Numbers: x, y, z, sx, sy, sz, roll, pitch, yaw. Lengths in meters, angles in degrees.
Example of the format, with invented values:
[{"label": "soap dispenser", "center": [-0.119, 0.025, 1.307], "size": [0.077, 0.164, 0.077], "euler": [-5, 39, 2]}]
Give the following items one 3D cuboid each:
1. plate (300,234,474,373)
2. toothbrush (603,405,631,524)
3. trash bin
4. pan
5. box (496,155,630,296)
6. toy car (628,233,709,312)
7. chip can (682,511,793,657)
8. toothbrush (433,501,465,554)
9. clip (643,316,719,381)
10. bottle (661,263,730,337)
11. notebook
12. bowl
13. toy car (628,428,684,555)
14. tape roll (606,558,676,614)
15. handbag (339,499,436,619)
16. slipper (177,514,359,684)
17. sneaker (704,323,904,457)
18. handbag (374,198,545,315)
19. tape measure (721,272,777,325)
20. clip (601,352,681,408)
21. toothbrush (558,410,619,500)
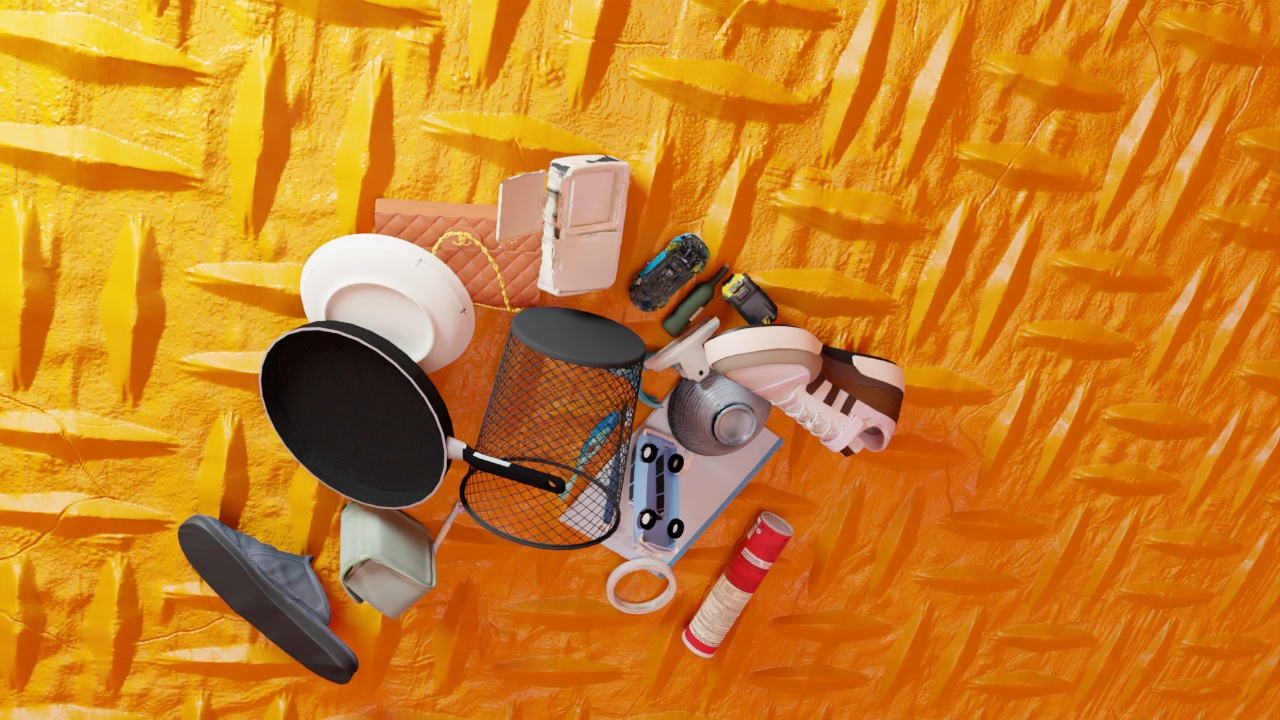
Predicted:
[{"label": "plate", "center": [-0.264, -0.045, 0.944], "size": [0.182, 0.034, 0.183], "euler": [4, 132, 4]}, {"label": "toothbrush", "center": [-0.028, 0.131, 1.132], "size": [0.014, 0.014, 0.168], "euler": [7, 113, -5]}, {"label": "trash bin", "center": [-0.087, 0.065, 0.998], "size": [0.184, 0.184, 0.210], "euler": [7, 113, -18]}, {"label": "pan", "center": [-0.235, 0.075, 0.946], "size": [0.357, 0.034, 0.226], "euler": [15, 125, 15]}, {"label": "box", "center": [-0.084, -0.130, 0.937], "size": [0.183, 0.044, 0.144], "euler": [-19, 125, -44]}, {"label": "toy car", "center": [0.030, -0.101, 1.039], "size": [0.105, 0.032, 0.048], "euler": [-44, 118, 14]}, {"label": "chip can", "center": [0.132, 0.306, 1.250], "size": [0.051, 0.051, 0.215], "euler": [23, 107, -24]}, {"label": "toothbrush", "center": [-0.256, 0.237, 1.132], "size": [0.155, 0.016, 0.022], "euler": [-57, 153, 14]}, {"label": "clip", "center": [0.054, -0.006, 1.086], "size": [0.101, 0.052, 0.060], "euler": [-35, 127, -16]}, {"label": "bottle", "center": [0.067, -0.072, 1.067], "size": [0.025, 0.025, 0.106], "euler": [37, 101, -27]}, {"label": "notebook", "center": [0.043, 0.154, 1.177], "size": [0.181, 0.009, 0.254], "euler": [36, 101, -26]}, {"label": "bowl", "center": [0.106, 0.068, 1.117], "size": [0.137, 0.057, 0.137], "euler": [-6, 114, -14]}, {"label": "toy car", "center": [0.016, 0.159, 1.095], "size": [0.056, 0.153, 0.055], "euler": [24, 143, -33]}, {"label": "tape roll", "center": [0.001, 0.302, 1.226], "size": [0.093, 0.013, 0.093], "euler": [-3, 123, -5]}, {"label": "handbag", "center": [-0.297, 0.225, 1.056], "size": [0.067, 0.121, 0.106], "euler": [-41, 121, 8]}, {"label": "slipper", "center": [-0.417, 0.263, 1.073], "size": [0.109, 0.083, 0.265], "euler": [-26, 111, 42]}, {"label": "sneaker", "center": [0.195, 0.045, 1.078], "size": [0.293, 0.116, 0.112], "euler": [16, 155, -35]}, {"label": "handbag", "center": [-0.190, -0.104, 0.965], "size": [0.171, 0.060, 0.109], "euler": [1, 118, -16]}, {"label": "tape measure", "center": [0.126, -0.069, 1.058], "size": [0.071, 0.072, 0.042], "euler": [41, 95, -16]}, {"label": "clip", "center": [0.007, -0.006, 1.084], "size": [0.120, 0.030, 0.130], "euler": [-38, 117, 6]}, {"label": "toothbrush", "center": [-0.065, 0.116, 1.128], "size": [0.022, 0.017, 0.135], "euler": [28, 102, -25]}]
